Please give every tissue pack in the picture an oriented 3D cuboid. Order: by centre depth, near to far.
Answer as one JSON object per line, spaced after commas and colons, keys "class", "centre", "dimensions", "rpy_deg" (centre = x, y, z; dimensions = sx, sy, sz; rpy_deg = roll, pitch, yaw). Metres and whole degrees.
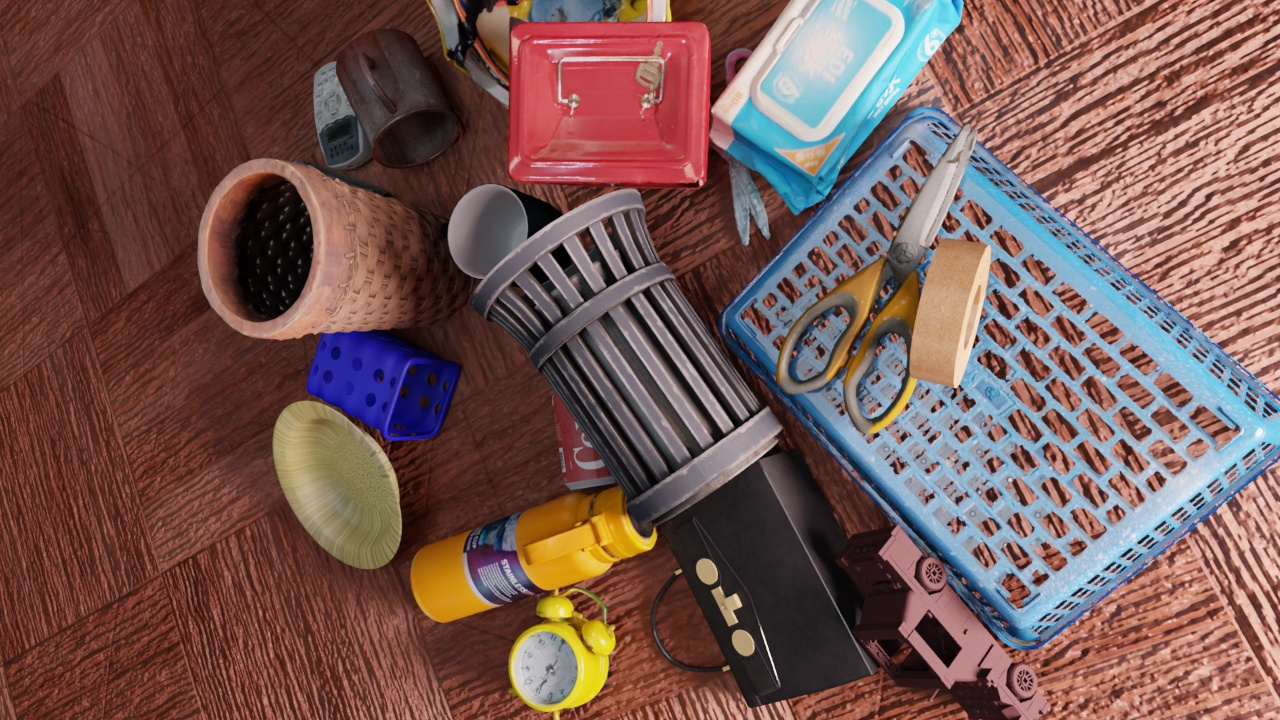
{"class": "tissue pack", "centre": [0.150, -0.230, 0.735], "dimensions": [0.117, 0.066, 0.209], "rpy_deg": [40, 103, 17]}

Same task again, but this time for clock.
{"class": "clock", "centre": [-0.069, 0.262, 0.828], "dimensions": [0.083, 0.057, 0.119], "rpy_deg": [27, 91, 23]}

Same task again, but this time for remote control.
{"class": "remote control", "centre": [-0.317, -0.261, 0.976], "dimensions": [0.060, 0.028, 0.114], "rpy_deg": [-13, 83, 24]}

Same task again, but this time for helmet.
{"class": "helmet", "centre": [-0.070, -0.329, 0.803], "dimensions": [0.209, 0.139, 0.240], "rpy_deg": [-21, 114, 18]}

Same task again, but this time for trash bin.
{"class": "trash bin", "centre": [-0.004, 0.004, 0.741], "dimensions": [0.164, 0.164, 0.227], "rpy_deg": [-36, 85, 19]}
{"class": "trash bin", "centre": [-0.271, -0.092, 0.849], "dimensions": [0.151, 0.209, 0.151], "rpy_deg": [-1, 89, 26]}

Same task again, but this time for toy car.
{"class": "toy car", "centre": [0.211, 0.202, 0.662], "dimensions": [0.170, 0.061, 0.070], "rpy_deg": [50, 152, -2]}

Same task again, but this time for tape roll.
{"class": "tape roll", "centre": [0.200, -0.030, 0.593], "dimensions": [0.027, 0.094, 0.094], "rpy_deg": [14, 94, 24]}

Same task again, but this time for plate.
{"class": "plate", "centre": [-0.296, 0.120, 0.930], "dimensions": [0.185, 0.036, 0.185], "rpy_deg": [14, 117, 29]}

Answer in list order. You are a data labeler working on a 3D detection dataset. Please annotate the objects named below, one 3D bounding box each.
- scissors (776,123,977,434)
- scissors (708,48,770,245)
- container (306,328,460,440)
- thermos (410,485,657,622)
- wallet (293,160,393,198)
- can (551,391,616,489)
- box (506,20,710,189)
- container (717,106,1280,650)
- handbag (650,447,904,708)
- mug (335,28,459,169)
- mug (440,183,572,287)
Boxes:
{"class": "scissors", "centre": [0.170, -0.065, 0.650], "dimensions": [0.114, 0.016, 0.229], "rpy_deg": [23, 97, 23]}
{"class": "scissors", "centre": [0.070, -0.178, 0.803], "dimensions": [0.101, 0.016, 0.178], "rpy_deg": [-6, 89, 21]}
{"class": "container", "centre": [-0.255, 0.018, 0.907], "dimensions": [0.114, 0.085, 0.084], "rpy_deg": [24, 97, 25]}
{"class": "thermos", "centre": [-0.099, 0.176, 0.822], "dimensions": [0.233, 0.091, 0.076], "rpy_deg": [-22, 111, 25]}
{"class": "wallet", "centre": [-0.332, -0.151, 0.970], "dimensions": [0.132, 0.054, 0.100], "rpy_deg": [22, 96, 29]}
{"class": "can", "centre": [-0.048, 0.065, 0.826], "dimensions": [0.054, 0.054, 0.096], "rpy_deg": [-12, 83, 24]}
{"class": "box", "centre": [-0.020, -0.205, 0.741], "dimensions": [0.157, 0.126, 0.137], "rpy_deg": [4, 99, 7]}
{"class": "container", "centre": [0.242, 0.007, 0.674], "dimensions": [0.257, 0.089, 0.362], "rpy_deg": [-47, 71, 16]}
{"class": "handbag", "centre": [0.082, 0.199, 0.767], "dimensions": [0.196, 0.072, 0.175], "rpy_deg": [-35, 74, 31]}
{"class": "mug", "centre": [-0.244, -0.262, 0.892], "dimensions": [0.096, 0.123, 0.110], "rpy_deg": [-33, 74, 0]}
{"class": "mug", "centre": [-0.130, -0.113, 0.848], "dimensions": [0.122, 0.094, 0.085], "rpy_deg": [10, 92, 25]}
